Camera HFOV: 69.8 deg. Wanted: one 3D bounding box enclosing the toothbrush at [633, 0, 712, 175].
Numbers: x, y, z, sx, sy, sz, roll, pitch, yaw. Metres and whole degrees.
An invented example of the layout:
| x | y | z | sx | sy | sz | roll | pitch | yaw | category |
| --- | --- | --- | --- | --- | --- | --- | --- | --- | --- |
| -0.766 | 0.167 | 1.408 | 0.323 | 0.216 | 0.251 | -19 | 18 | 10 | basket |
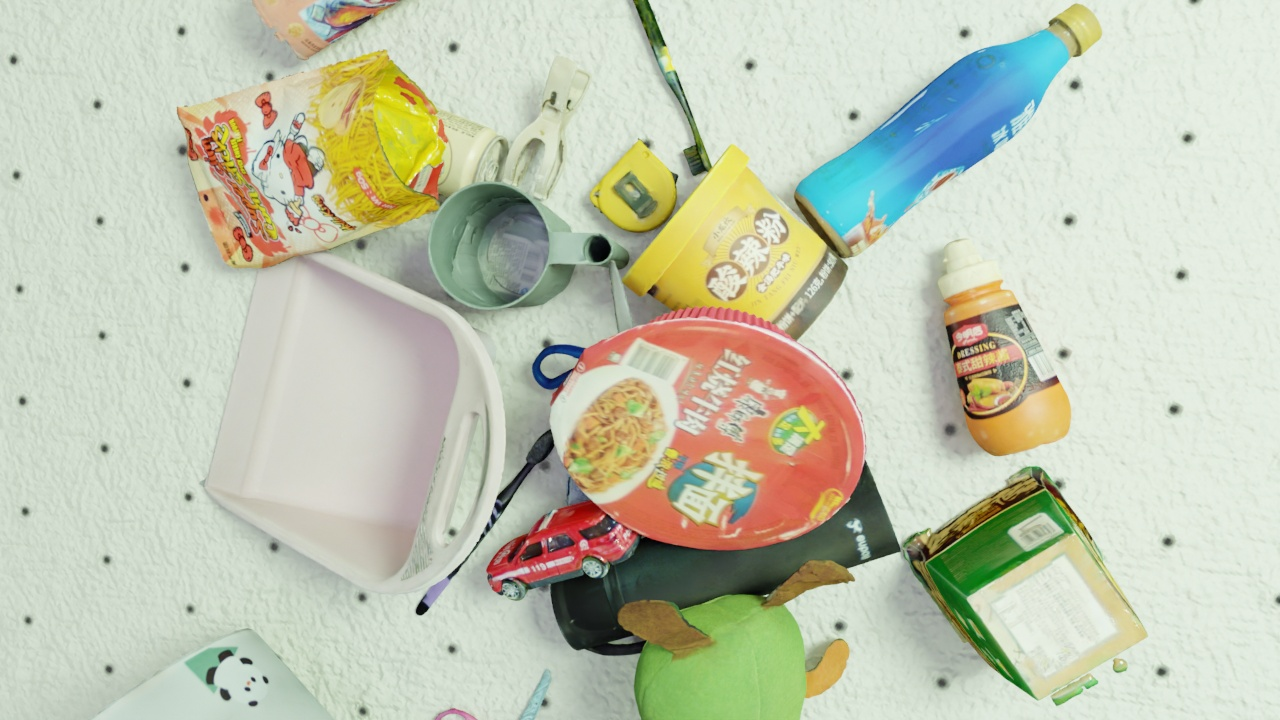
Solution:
| x | y | z | sx | sy | sz | roll | pitch | yaw | category |
| --- | --- | --- | --- | --- | --- | --- | --- | --- | --- |
| 0.013 | -0.222 | 0.668 | 0.017 | 0.012 | 0.186 | -21 | 90 | 20 | toothbrush |

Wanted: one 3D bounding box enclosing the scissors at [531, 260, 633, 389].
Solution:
| x | y | z | sx | sy | sz | roll | pitch | yaw | category |
| --- | --- | --- | --- | --- | --- | --- | --- | --- | --- |
| -0.009 | 0.003 | 0.641 | 0.176 | 0.012 | 0.162 | -12 | 124 | 36 | scissors |

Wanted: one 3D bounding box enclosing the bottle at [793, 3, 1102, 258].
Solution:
| x | y | z | sx | sy | sz | roll | pitch | yaw | category |
| --- | --- | --- | --- | --- | --- | --- | --- | --- | --- |
| 0.207 | -0.157 | 0.616 | 0.219 | 0.065 | 0.065 | -37 | 88 | 9 | bottle |

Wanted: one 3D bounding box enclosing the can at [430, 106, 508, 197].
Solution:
| x | y | z | sx | sy | sz | roll | pitch | yaw | category |
| --- | --- | --- | --- | --- | --- | --- | --- | --- | --- |
| -0.160 | -0.158 | 0.673 | 0.116 | 0.058 | 0.058 | 22 | 96 | 7 | can |

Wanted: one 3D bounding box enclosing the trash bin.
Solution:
| x | y | z | sx | sy | sz | roll | pitch | yaw | category |
| --- | --- | --- | --- | --- | --- | --- | --- | --- | --- |
| -0.281 | 0.347 | 0.644 | 0.230 | 0.229 | 0.252 | -42 | 82 | 8 | trash bin |

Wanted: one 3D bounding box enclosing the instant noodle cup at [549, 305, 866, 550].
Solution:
| x | y | z | sx | sy | sz | roll | pitch | yaw | category |
| --- | --- | --- | --- | --- | --- | --- | --- | --- | --- |
| 0.044 | 0.035 | 0.586 | 0.194 | 0.065 | 0.194 | 6 | 130 | 7 | instant noodle cup |

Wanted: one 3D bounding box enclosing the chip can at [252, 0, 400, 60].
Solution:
| x | y | z | sx | sy | sz | roll | pitch | yaw | category |
| --- | --- | --- | --- | --- | --- | --- | --- | --- | --- |
| -0.175 | -0.301 | 0.661 | 0.215 | 0.071 | 0.071 | -27 | 89 | 9 | chip can |

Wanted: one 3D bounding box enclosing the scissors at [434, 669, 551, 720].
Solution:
| x | y | z | sx | sy | sz | roll | pitch | yaw | category |
| --- | --- | --- | --- | --- | --- | --- | --- | --- | --- |
| -0.104 | 0.298 | 0.714 | 0.134 | 0.017 | 0.133 | 23 | 92 | 8 | scissors |

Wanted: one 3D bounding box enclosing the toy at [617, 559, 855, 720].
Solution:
| x | y | z | sx | sy | sz | roll | pitch | yaw | category |
| --- | --- | --- | --- | --- | --- | --- | --- | --- | --- |
| 0.054 | 0.229 | 0.618 | 0.226 | 0.090 | 0.247 | -10 | 123 | -21 | toy |

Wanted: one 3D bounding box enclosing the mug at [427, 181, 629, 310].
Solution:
| x | y | z | sx | sy | sz | roll | pitch | yaw | category |
| --- | --- | --- | --- | --- | --- | --- | --- | --- | --- |
| -0.073 | -0.076 | 0.643 | 0.124 | 0.103 | 0.083 | 4 | 93 | 7 | mug |

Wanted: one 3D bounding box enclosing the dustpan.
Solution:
| x | y | z | sx | sy | sz | roll | pitch | yaw | category |
| --- | --- | --- | --- | --- | --- | --- | --- | --- | --- |
| -0.211 | 0.039 | 0.652 | 0.273 | 0.138 | 0.222 | 14 | 96 | 6 | dustpan |

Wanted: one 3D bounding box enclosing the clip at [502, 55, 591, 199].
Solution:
| x | y | z | sx | sy | sz | roll | pitch | yaw | category |
| --- | --- | --- | --- | --- | --- | --- | --- | --- | --- |
| -0.067 | -0.169 | 0.670 | 0.034 | 0.070 | 0.100 | 24 | 103 | 7 | clip |

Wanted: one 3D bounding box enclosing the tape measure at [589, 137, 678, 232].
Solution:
| x | y | z | sx | sy | sz | roll | pitch | yaw | category |
| --- | --- | --- | --- | --- | --- | --- | --- | --- | --- |
| -0.002 | -0.122 | 0.667 | 0.057 | 0.029 | 0.060 | 45 | 98 | 3 | tape measure |

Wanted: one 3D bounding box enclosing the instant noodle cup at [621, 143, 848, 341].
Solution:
| x | y | z | sx | sy | sz | roll | pitch | yaw | category |
| --- | --- | --- | --- | --- | --- | --- | --- | --- | --- |
| 0.067 | -0.064 | 0.622 | 0.114 | 0.118 | 0.118 | 40 | 98 | -4 | instant noodle cup |

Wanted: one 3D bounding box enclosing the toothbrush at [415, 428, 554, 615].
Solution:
| x | y | z | sx | sy | sz | roll | pitch | yaw | category |
| --- | --- | --- | --- | --- | --- | --- | --- | --- | --- |
| -0.120 | 0.126 | 0.706 | 0.014 | 0.016 | 0.189 | 38 | 99 | 4 | toothbrush |

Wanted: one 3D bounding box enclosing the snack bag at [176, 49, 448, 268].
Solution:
| x | y | z | sx | sy | sz | roll | pitch | yaw | category |
| --- | --- | --- | --- | --- | --- | --- | --- | --- | --- |
| -0.236 | -0.136 | 0.643 | 0.208 | 0.073 | 0.129 | -8 | 110 | 27 | snack bag |

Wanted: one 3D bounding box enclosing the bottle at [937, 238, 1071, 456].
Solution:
| x | y | z | sx | sy | sz | roll | pitch | yaw | category |
| --- | --- | --- | --- | --- | --- | --- | --- | --- | --- |
| 0.240 | -0.012 | 0.626 | 0.067 | 0.066 | 0.149 | -19 | 83 | 9 | bottle |

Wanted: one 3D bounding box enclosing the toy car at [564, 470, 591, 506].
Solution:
| x | y | z | sx | sy | sz | roll | pitch | yaw | category |
| --- | --- | --- | --- | --- | --- | --- | --- | --- | --- |
| -0.037 | 0.092 | 0.683 | 0.043 | 0.034 | 0.090 | 2 | 95 | 5 | toy car |

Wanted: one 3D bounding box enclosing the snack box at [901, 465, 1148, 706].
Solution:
| x | y | z | sx | sy | sz | roll | pitch | yaw | category |
| --- | --- | --- | --- | --- | --- | --- | --- | --- | --- |
| 0.259 | 0.151 | 0.607 | 0.118 | 0.105 | 0.117 | -36 | 87 | 8 | snack box |

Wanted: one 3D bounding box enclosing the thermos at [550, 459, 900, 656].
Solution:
| x | y | z | sx | sy | sz | roll | pitch | yaw | category |
| --- | --- | --- | --- | --- | --- | --- | --- | --- | --- |
| 0.061 | 0.150 | 0.663 | 0.243 | 0.068 | 0.090 | -22 | 122 | 11 | thermos |

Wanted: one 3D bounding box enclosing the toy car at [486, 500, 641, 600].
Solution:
| x | y | z | sx | sy | sz | roll | pitch | yaw | category |
| --- | --- | --- | --- | --- | --- | --- | --- | --- | --- |
| -0.058 | 0.132 | 0.655 | 0.121 | 0.052 | 0.045 | -23 | 103 | 21 | toy car |
